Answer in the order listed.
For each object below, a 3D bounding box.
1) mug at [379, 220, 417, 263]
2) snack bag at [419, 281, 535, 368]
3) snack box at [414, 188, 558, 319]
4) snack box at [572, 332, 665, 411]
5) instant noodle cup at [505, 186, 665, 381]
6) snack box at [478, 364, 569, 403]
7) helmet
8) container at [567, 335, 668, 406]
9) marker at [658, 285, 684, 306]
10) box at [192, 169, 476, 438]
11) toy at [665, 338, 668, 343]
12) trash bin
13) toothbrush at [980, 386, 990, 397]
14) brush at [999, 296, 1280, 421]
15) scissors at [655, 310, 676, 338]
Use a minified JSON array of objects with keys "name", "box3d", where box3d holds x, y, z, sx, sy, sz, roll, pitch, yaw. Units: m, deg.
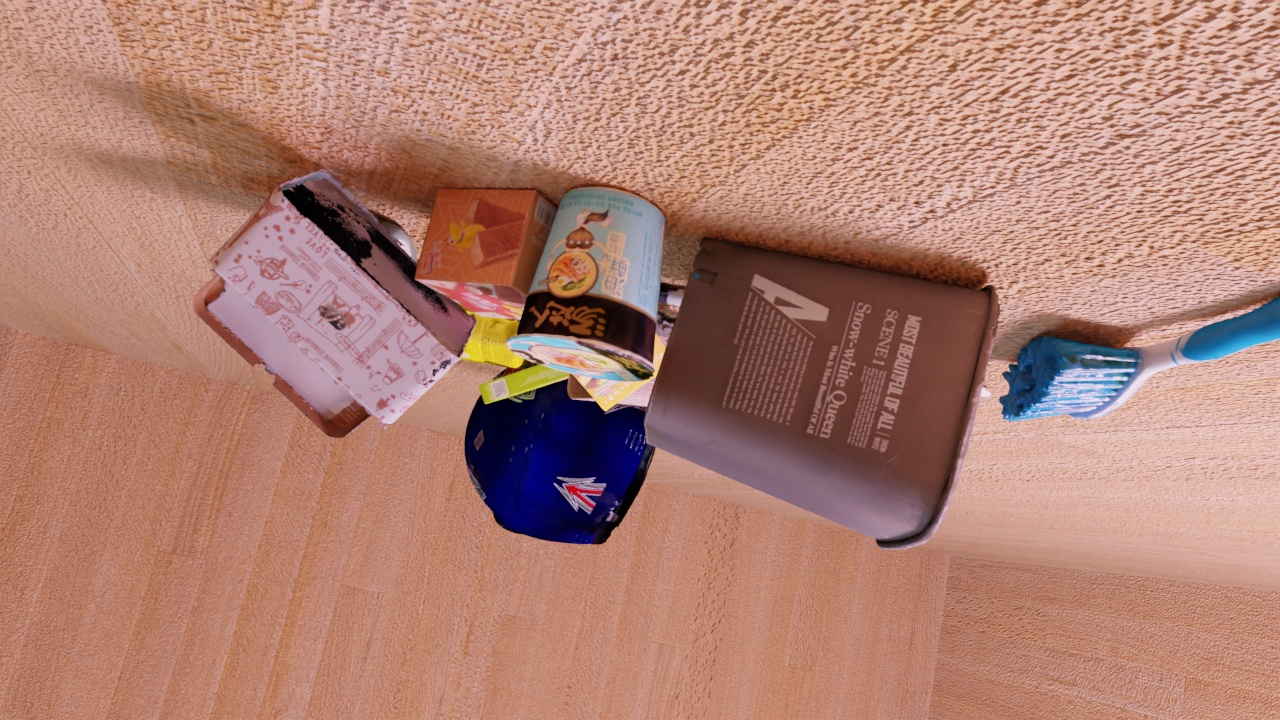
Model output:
[{"name":"mug","box3d":[-0.263,-0.079,0.844,0.106,0.082,0.112,5,144,15]},{"name":"snack bag","box3d":[-0.190,-0.038,1.034,0.158,0.068,0.247,13,169,-4]},{"name":"snack box","box3d":[-0.106,-0.081,0.724,0.094,0.077,0.092,6,167,28]},{"name":"snack box","box3d":[-0.032,-0.018,0.860,0.033,0.087,0.140,57,-178,38]},{"name":"instant noodle cup","box3d":[-0.032,-0.056,0.662,0.111,0.120,0.111,10,168,2]},{"name":"snack box","box3d":[-0.104,0.013,1.084,0.156,0.026,0.085,-18,180,14]},{"name":"helmet","box3d":[-0.115,0.109,1.264,0.240,0.247,0.315,28,-170,-5]},{"name":"container","box3d":[-0.006,0.006,0.994,0.110,0.090,0.090,12,171,-35]},{"name":"marker","box3d":[0.058,-0.054,0.832,0.131,0.018,0.023,10,159,13]},{"name":"box","box3d":[-0.257,-0.023,0.721,0.180,0.218,0.157,48,-160,-16]},{"name":"toy","box3d":[0.091,-0.009,0.956,0.084,0.038,0.108,-7,154,44]},{"name":"trash bin","box3d":[0.129,0.019,0.717,0.220,0.198,0.199,18,168,5]},{"name":"toothbrush","box3d":[0.295,0.012,0.906,0.180,0.016,0.016,21,168,-36]},{"name":"brush","box3d":[0.372,-0.002,0.697,0.109,0.060,0.315,5,165,6]},{"name":"scissors","box3d":[0.059,-0.011,0.910,0.179,0.019,0.161,10,141,26]}]
